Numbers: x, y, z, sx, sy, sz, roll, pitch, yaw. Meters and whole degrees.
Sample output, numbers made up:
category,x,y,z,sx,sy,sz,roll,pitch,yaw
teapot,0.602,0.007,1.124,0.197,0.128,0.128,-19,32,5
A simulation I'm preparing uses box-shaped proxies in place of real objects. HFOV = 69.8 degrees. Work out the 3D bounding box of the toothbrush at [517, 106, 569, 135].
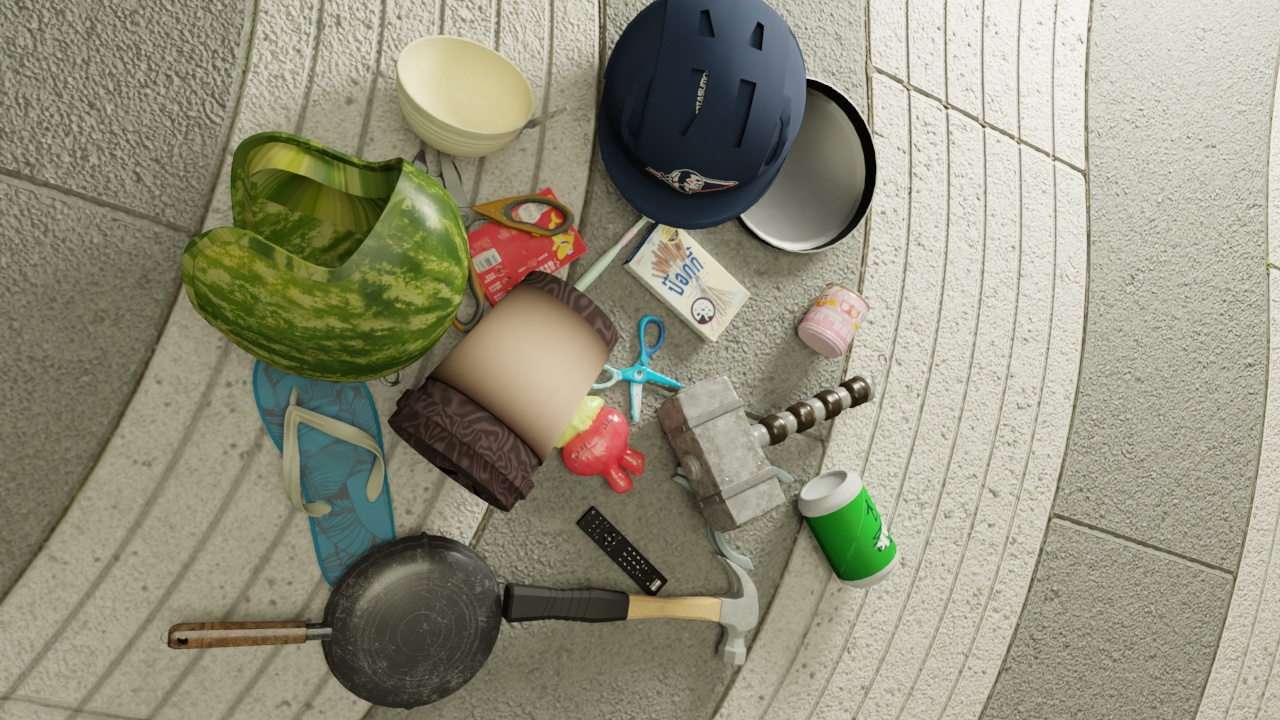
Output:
category,x,y,z,sx,sy,sz,roll,pitch,yaw
toothbrush,-0.108,-0.262,0.997,0.010,0.182,0.010,-35,109,-19

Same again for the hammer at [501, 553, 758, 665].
category,x,y,z,sx,sy,sz,roll,pitch,yaw
hammer,-0.005,0.297,1.108,0.327,0.039,0.131,9,88,-24

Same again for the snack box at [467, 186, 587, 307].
category,x,y,z,sx,sy,sz,roll,pitch,yaw
snack box,-0.139,-0.132,1.073,0.132,0.021,0.089,-34,102,-16

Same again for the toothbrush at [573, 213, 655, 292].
category,x,y,z,sx,sy,sz,roll,pitch,yaw
toothbrush,-0.036,-0.128,1.114,0.022,0.015,0.154,40,77,15

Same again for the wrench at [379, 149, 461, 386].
category,x,y,z,sx,sy,sz,roll,pitch,yaw
wrench,-0.256,-0.105,1.036,0.073,0.018,0.273,11,89,-19

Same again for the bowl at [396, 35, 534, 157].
category,x,y,z,sx,sy,sz,roll,pitch,yaw
bowl,-0.199,-0.277,1.008,0.150,0.076,0.150,14,51,-18

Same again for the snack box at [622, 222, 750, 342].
category,x,y,z,sx,sy,sz,roll,pitch,yaw
snack box,0.058,-0.100,1.141,0.150,0.026,0.082,42,78,-15

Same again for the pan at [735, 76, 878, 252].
category,x,y,z,sx,sy,sz,roll,pitch,yaw
pan,0.143,-0.237,1.165,0.355,0.034,0.225,-13,95,-19

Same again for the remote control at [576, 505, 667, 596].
category,x,y,z,sx,sy,sz,roll,pitch,yaw
remote control,-0.022,0.236,1.128,0.030,0.009,0.140,-46,105,-13

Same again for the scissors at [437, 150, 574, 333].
category,x,y,z,sx,sy,sz,roll,pitch,yaw
scissors,-0.188,-0.140,1.036,0.225,0.016,0.229,7,86,-16

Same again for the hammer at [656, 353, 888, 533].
category,x,y,z,sx,sy,sz,roll,pitch,yaw
hammer,0.194,0.076,1.154,0.325,0.080,0.177,-21,81,-24

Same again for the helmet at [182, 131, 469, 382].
category,x,y,z,sx,sy,sz,roll,pitch,yaw
helmet,-0.295,-0.090,0.909,0.247,0.212,0.244,4,133,-6

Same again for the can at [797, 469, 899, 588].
category,x,y,z,sx,sy,sz,roll,pitch,yaw
can,0.270,0.218,1.190,0.087,0.088,0.140,-33,101,-16

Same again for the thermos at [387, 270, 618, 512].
category,x,y,z,sx,sy,sz,roll,pitch,yaw
thermos,-0.140,0.027,1.006,0.172,0.173,0.225,41,72,-16

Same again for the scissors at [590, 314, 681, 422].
category,x,y,z,sx,sy,sz,roll,pitch,yaw
scissors,-0.006,0.006,1.129,0.134,0.011,0.140,17,84,-16

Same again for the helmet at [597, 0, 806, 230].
category,x,y,z,sx,sy,sz,roll,pitch,yaw
helmet,0.070,-0.280,1.034,0.232,0.222,0.273,11,112,-7

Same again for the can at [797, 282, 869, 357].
category,x,y,z,sx,sy,sz,roll,pitch,yaw
can,0.250,-0.051,1.189,0.067,0.067,0.076,37,79,-16

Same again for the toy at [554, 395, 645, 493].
category,x,y,z,sx,sy,sz,roll,pitch,yaw
toy,-0.051,0.099,1.096,0.091,0.045,0.135,-42,98,-12

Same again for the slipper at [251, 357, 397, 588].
category,x,y,z,sx,sy,sz,roll,pitch,yaw
slipper,-0.330,0.113,0.992,0.118,0.060,0.295,-17,97,-22

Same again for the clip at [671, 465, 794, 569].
category,x,y,z,sx,sy,sz,roll,pitch,yaw
clip,0.126,0.194,1.172,0.164,0.032,0.165,-16,95,-19

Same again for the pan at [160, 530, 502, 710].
category,x,y,z,sx,sy,sz,roll,pitch,yaw
pan,-0.317,0.291,0.988,0.356,0.040,0.208,3,97,-26
